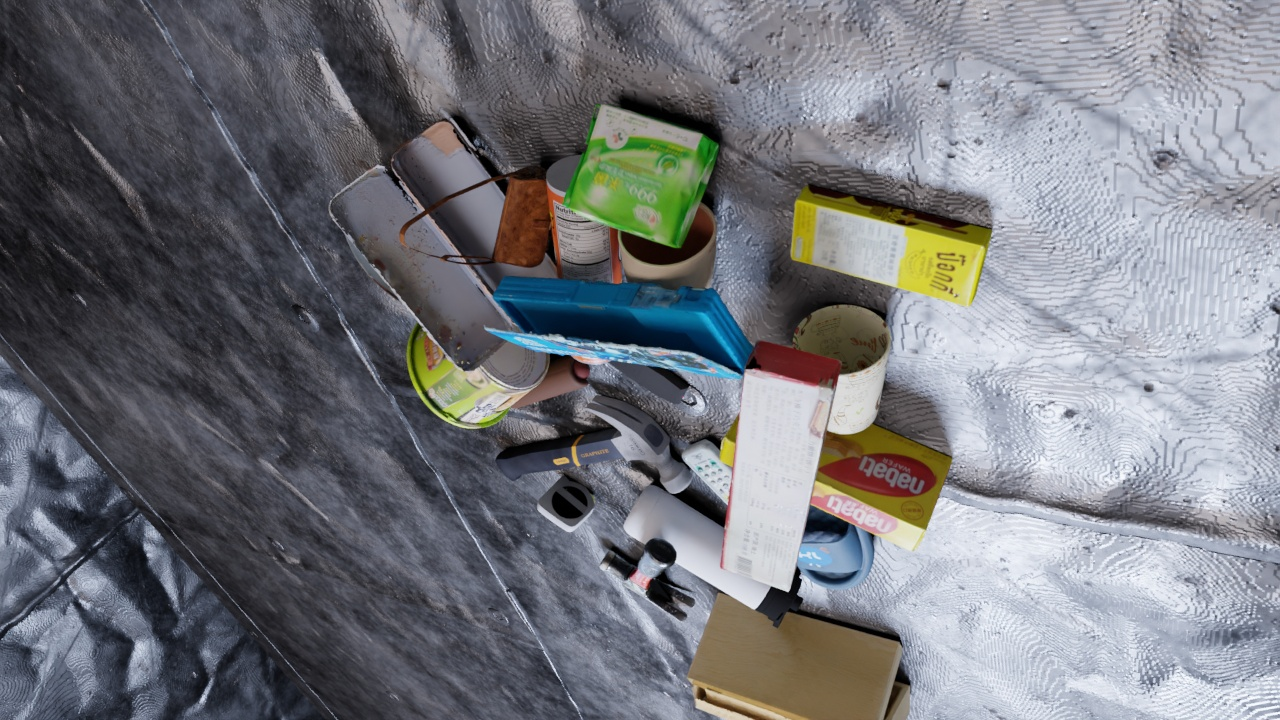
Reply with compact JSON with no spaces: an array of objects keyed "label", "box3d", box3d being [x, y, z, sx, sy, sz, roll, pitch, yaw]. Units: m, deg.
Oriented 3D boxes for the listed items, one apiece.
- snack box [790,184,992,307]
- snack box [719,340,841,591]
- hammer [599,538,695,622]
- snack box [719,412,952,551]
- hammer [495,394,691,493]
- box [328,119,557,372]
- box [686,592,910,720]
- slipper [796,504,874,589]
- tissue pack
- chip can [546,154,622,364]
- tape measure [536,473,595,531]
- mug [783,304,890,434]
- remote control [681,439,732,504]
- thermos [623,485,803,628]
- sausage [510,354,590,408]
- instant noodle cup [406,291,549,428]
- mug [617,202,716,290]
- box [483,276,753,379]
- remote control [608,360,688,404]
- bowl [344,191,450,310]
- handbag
[{"label":"snack box","box3d":[0.194,-0.091,0.724,0.149,0.025,0.061,19,139,22]},{"label":"snack box","box3d":[0.120,0.102,0.821,0.077,0.044,0.273,16,134,16]},{"label":"hammer","box3d":[0.018,0.267,1.151,0.140,0.036,0.327,31,161,7]},{"label":"snack box","box3d":[0.184,0.095,0.872,0.201,0.091,0.042,24,141,16]},{"label":"hammer","box3d":[-0.082,0.121,1.160,0.313,0.035,0.139,-17,116,47]},{"label":"box","box3d":[-0.185,-0.112,0.911,0.216,0.157,0.063,53,163,-21]},{"label":"box","box3d":[0.196,0.405,1.159,0.249,0.140,0.148,7,126,33]},{"label":"slipper","box3d":[0.190,0.176,0.982,0.104,0.059,0.214,5,131,32]},{"label":"tissue pack","box3d":[0.001,-0.154,0.758,0.114,0.034,0.099,22,98,20]},{"label":"chip can","box3d":[-0.050,-0.091,0.887,0.062,0.062,0.211,20,140,21]},{"label":"tape measure","box3d":[-0.097,0.189,1.220,0.065,0.064,0.017,37,143,12]},{"label":"mug","box3d":[0.159,0.013,0.814,0.122,0.080,0.097,2,140,17]},{"label":"remote control","box3d":[0.105,0.141,1.039,0.133,0.022,0.050,46,142,-11]},{"label":"thermos","box3d":[0.089,0.244,1.129,0.230,0.068,0.101,31,151,7]},{"label":"sausage","box3d":[-0.112,0.025,1.080,0.156,0.040,0.040,-18,117,47]},{"label":"instant noodle cup","box3d":[-0.174,-0.005,1.019,0.098,0.145,0.146,-26,112,38]},{"label":"mug","box3d":[0.018,-0.093,0.827,0.111,0.085,0.104,51,163,30]},{"label":"box","box3d":[-0.027,-0.021,0.815,0.244,0.066,0.091,7,149,38]},{"label":"remote control","box3d":[-0.006,0.006,0.996,0.125,0.010,0.039,32,143,8]},{"label":"bowl","box3d":[-0.254,-0.132,1.009,0.151,0.056,0.151,25,140,22]},{"label":"handbag","box3d":[-0.135,-0.121,0.815,0.043,0.195,0.094,27,114,23]}]
